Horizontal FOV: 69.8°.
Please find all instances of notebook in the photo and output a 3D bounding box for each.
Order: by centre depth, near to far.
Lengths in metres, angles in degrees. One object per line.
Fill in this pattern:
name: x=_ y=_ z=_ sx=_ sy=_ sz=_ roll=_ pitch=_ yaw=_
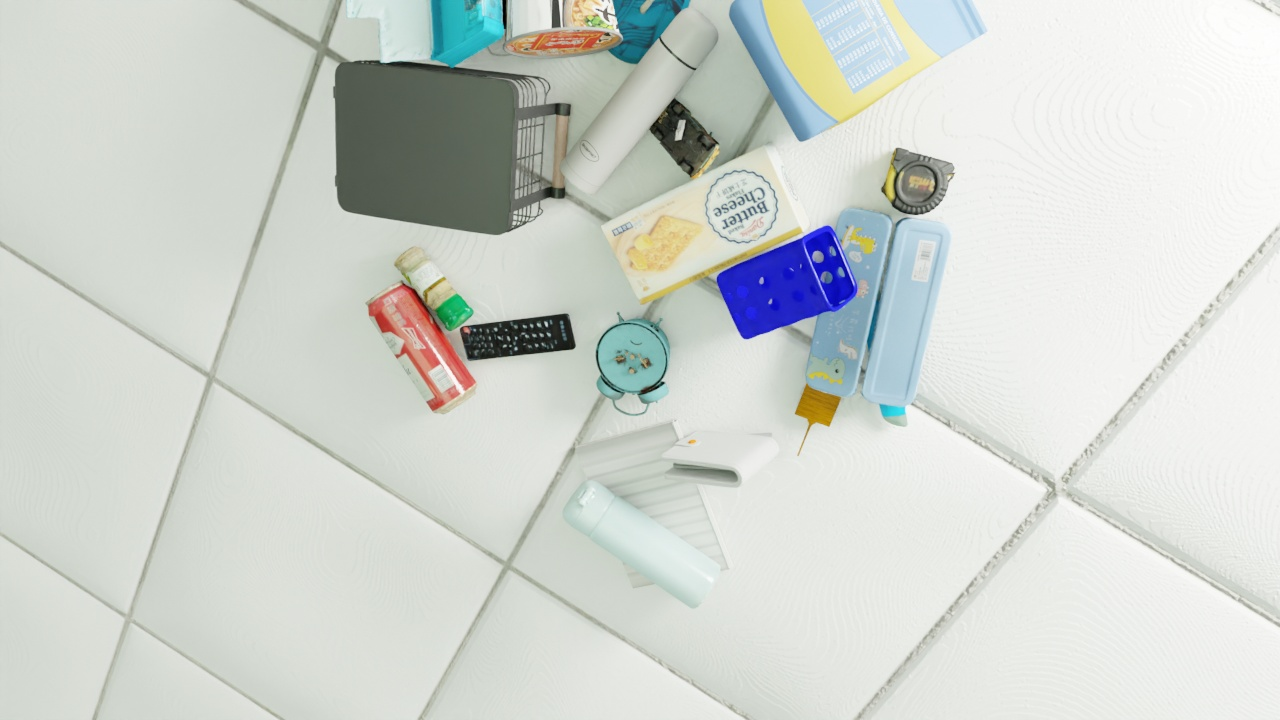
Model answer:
notebook: x=0.018 y=0.187 z=1.175 sx=0.143 sy=0.009 sz=0.210 roll=-17 pitch=103 yaw=21

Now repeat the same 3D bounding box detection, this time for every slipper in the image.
slipper: x=0.026 y=-0.450 z=0.930 sx=0.118 sy=0.060 sz=0.295 roll=32 pitch=114 yaw=7

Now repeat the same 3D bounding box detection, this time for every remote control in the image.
remote control: x=-0.152 y=-0.030 z=1.144 sx=0.150 sy=0.022 sz=0.047 roll=-5 pitch=107 yaw=19

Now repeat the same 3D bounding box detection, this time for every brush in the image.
brush: x=0.207 y=0.051 z=1.070 sx=0.048 sy=0.017 sz=0.127 roll=20 pitch=112 yaw=8

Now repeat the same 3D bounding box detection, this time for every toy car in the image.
toy car: x=0.055 y=-0.237 z=0.994 sx=0.047 sy=0.047 sz=0.112 roll=-51 pitch=50 yaw=24

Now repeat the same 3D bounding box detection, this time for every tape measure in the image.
tape measure: x=0.289 y=-0.183 z=0.958 sx=0.067 sy=0.038 sz=0.063 roll=17 pitch=104 yaw=7

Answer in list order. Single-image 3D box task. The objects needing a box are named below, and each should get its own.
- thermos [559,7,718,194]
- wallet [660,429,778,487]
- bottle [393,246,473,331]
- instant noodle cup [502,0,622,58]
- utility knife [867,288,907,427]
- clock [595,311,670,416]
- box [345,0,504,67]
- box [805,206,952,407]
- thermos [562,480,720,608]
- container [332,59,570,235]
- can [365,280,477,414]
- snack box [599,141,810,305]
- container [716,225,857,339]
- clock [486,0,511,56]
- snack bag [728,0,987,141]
thermos: x=-0.002 y=-0.278 z=0.993 sx=0.052 sy=0.052 sz=0.225 roll=43 pitch=117 yaw=-1
wallet: x=0.098 y=0.109 z=1.083 sx=0.119 sy=0.115 sz=0.037 roll=2 pitch=110 yaw=38
bottle: x=-0.257 y=-0.090 z=1.141 sx=0.043 sy=0.043 sz=0.111 roll=-38 pitch=95 yaw=23
instant noodle cup: x=-0.085 y=-0.385 z=0.937 sx=0.124 sy=0.123 sz=0.122 roll=-3 pitch=97 yaw=17
utility knife: x=0.274 y=-0.007 z=1.033 sx=0.031 sy=0.015 sz=0.175 roll=-9 pitch=104 yaw=17
clock: x=-0.007 y=0.006 z=1.097 sx=0.090 sy=0.053 sz=0.124 roll=10 pitch=110 yaw=13
box: x=-0.223 y=-0.422 z=0.962 sx=0.182 sy=0.071 sz=0.227 roll=-7 pitch=81 yaw=20
box: x=0.256 y=-0.056 z=1.000 sx=0.127 sy=0.034 sz=0.209 roll=12 pitch=104 yaw=12
thermos: x=-0.001 y=0.228 z=1.153 sx=0.207 sy=0.065 sz=0.078 roll=33 pitch=157 yaw=4
container: x=-0.215 y=-0.243 z=1.028 sx=0.241 sy=0.130 sz=0.163 roll=10 pitch=111 yaw=12
can: x=-0.276 y=-0.015 z=1.158 sx=0.067 sy=0.067 sz=0.170 roll=-29 pitch=99 yaw=22
snack box: x=0.071 y=-0.150 z=1.019 sx=0.208 sy=0.057 sz=0.104 roll=-23 pitch=101 yaw=22
container: x=0.157 y=-0.082 z=0.988 sx=0.114 sy=0.084 sz=0.084 roll=-20 pitch=97 yaw=38
clock: x=-0.152 y=-0.397 z=1.006 sx=0.091 sy=0.042 sz=0.121 roll=-2 pitch=107 yaw=16
snack bag: x=0.212 y=-0.334 z=0.901 sx=0.205 sy=0.102 sz=0.159 roll=-30 pitch=98 yaw=10
